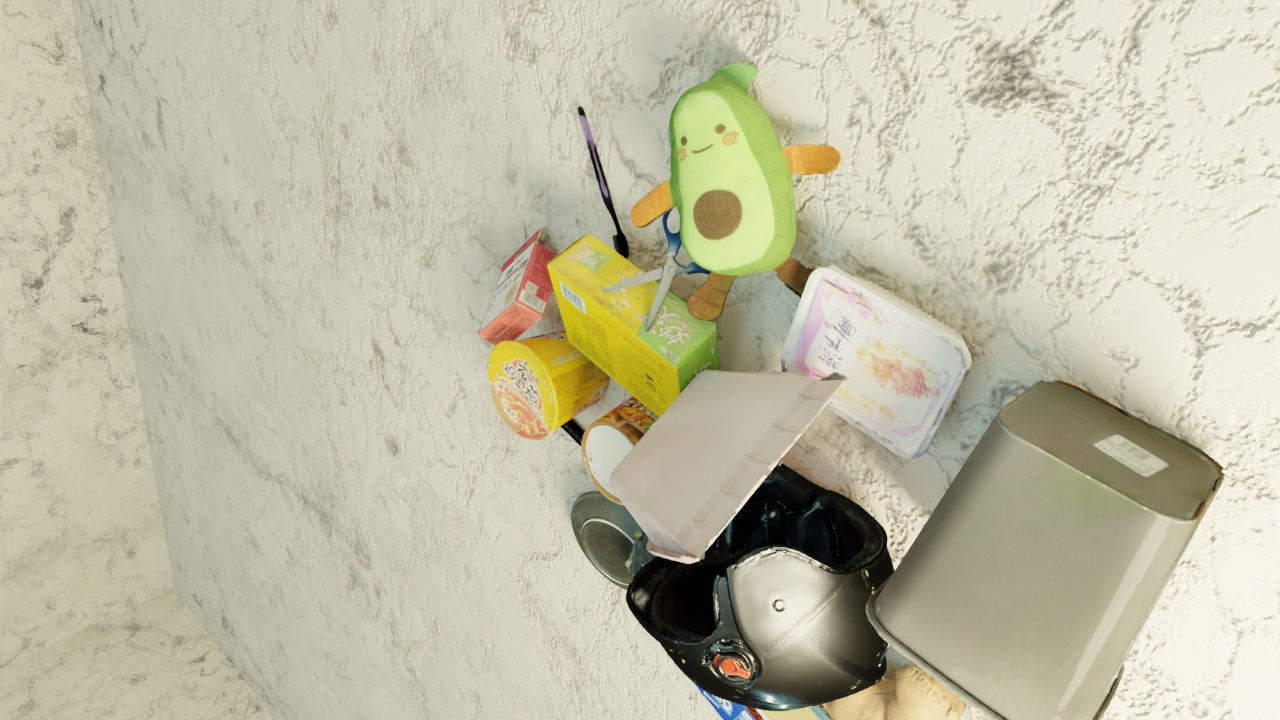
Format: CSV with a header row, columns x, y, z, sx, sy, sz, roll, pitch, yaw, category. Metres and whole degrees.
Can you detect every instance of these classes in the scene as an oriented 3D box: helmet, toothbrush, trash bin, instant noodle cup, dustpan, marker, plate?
x,y,z,sx,sy,sz,roll,pitch,yaw,category
0.133,0.248,0.954,0.275,0.233,0.230,-21,103,12,helmet
-0.046,-0.212,1.104,0.017,0.014,0.189,-4,105,59,toothbrush
0.337,0.155,0.755,0.199,0.198,0.220,34,123,29,trash bin
0.230,-0.005,0.879,0.173,0.060,0.138,38,131,30,instant noodle cup
-0.118,0.023,1.213,0.138,0.109,0.138,21,122,38,instant noodle cup
0.093,0.117,0.928,0.139,0.222,0.274,51,165,-26,dustpan
0.002,0.110,1.130,0.138,0.108,0.138,22,123,38,instant noodle cup
-0.079,0.112,1.279,0.020,0.022,0.132,-47,67,1,marker
-0.032,0.260,1.272,0.179,0.024,0.180,24,133,28,plate

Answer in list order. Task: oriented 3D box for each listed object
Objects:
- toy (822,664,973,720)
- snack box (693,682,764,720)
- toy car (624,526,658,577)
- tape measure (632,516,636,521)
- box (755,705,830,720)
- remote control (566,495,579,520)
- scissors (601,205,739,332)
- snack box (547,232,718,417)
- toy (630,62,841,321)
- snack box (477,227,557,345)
x,y,z,sx,sy,sz,roll,pitch,yaw,category
0.265,0.394,1.018,0.227,0.082,0.143,-19,93,53,toy
0.134,0.440,1.182,0.207,0.058,0.057,47,135,19,snack box
0.014,0.254,1.180,0.054,0.036,0.121,45,145,28,toy car
0.018,0.184,1.186,0.058,0.056,0.039,-10,102,29,tape measure
0.206,0.452,1.090,0.184,0.059,0.090,46,167,18,box
-0.052,0.219,1.300,0.136,0.020,0.056,-8,103,45,remote control
0.043,-0.107,0.988,0.012,0.176,0.162,67,-160,-65,scissors
-0.005,-0.029,1.059,0.210,0.070,0.158,38,158,27,snack box
0.091,-0.163,0.911,0.227,0.089,0.247,-12,102,23,toy
-0.157,-0.094,1.218,0.044,0.126,0.113,29,144,-23,snack box
